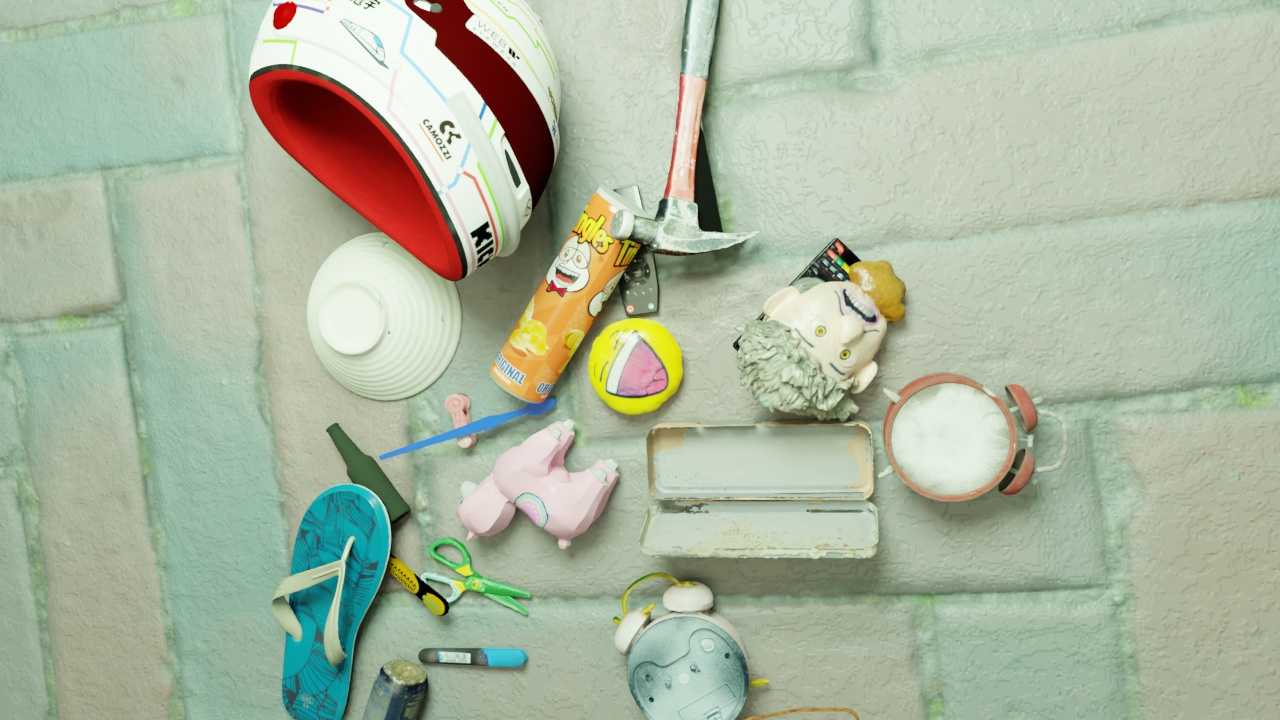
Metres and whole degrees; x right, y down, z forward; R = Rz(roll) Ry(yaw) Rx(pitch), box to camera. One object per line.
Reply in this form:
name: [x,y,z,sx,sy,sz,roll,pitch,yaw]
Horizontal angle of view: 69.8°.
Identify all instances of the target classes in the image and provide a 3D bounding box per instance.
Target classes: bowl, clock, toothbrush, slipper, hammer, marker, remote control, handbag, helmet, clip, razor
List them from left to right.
slipper: [-0.340,0.265,0.965,0.118,0.060,0.295,21,104,23]
bowl: [-0.278,-0.044,0.936,0.177,0.070,0.177,1,94,12]
razor: [-0.256,0.222,0.970,0.144,0.021,0.044,34,101,19]
helmet: [-0.184,-0.239,0.819,0.314,0.231,0.235,37,65,14]
clip: [-0.184,0.062,0.939,0.023,0.039,0.059,-16,94,7]
toothbrush: [-0.175,0.070,0.930,0.187,0.011,0.016,-18,91,1]
marker: [-0.177,0.312,0.968,0.123,0.015,0.018,-4,89,16]
remote control: [-0.006,-0.107,0.900,0.039,0.010,0.124,-7,92,13]
clock: [0.039,0.282,0.893,0.117,0.058,0.158,-36,86,12]
hammer: [0.057,-0.255,0.843,0.140,0.036,0.326,9,86,-27]
handbag: [0.128,0.366,0.867,0.196,0.043,0.093,-42,83,29]
remote control: [0.150,-0.050,0.863,0.045,0.021,0.140,43,98,-5]
clock: [0.293,0.067,0.817,0.157,0.061,0.110,3,94,12]

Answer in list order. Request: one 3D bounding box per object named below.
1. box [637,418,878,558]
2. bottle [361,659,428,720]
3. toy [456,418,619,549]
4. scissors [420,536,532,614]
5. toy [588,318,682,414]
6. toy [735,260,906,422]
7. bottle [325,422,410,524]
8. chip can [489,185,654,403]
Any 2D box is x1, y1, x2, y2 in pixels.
box: [0.107,0.118,0.848,0.217,0.094,0.121,-3,90,13]
bottle: [-0.272,0.399,0.973,0.056,0.056,0.161,20,98,11]
toy: [-0.106,0.134,0.913,0.123,0.067,0.158,44,106,5]
scissors: [-0.174,0.243,0.962,0.132,0.013,0.078,30,101,10]
toy: [-0.005,0.005,0.893,0.094,0.041,0.095,27,97,6]
toy: [0.171,-0.020,0.824,0.132,0.076,0.176,44,87,-14]
bottle: [-0.291,0.118,0.970,0.033,0.033,0.123,-39,85,12]
chip can: [-0.067,-0.061,0.883,0.062,0.062,0.211,35,104,8]
